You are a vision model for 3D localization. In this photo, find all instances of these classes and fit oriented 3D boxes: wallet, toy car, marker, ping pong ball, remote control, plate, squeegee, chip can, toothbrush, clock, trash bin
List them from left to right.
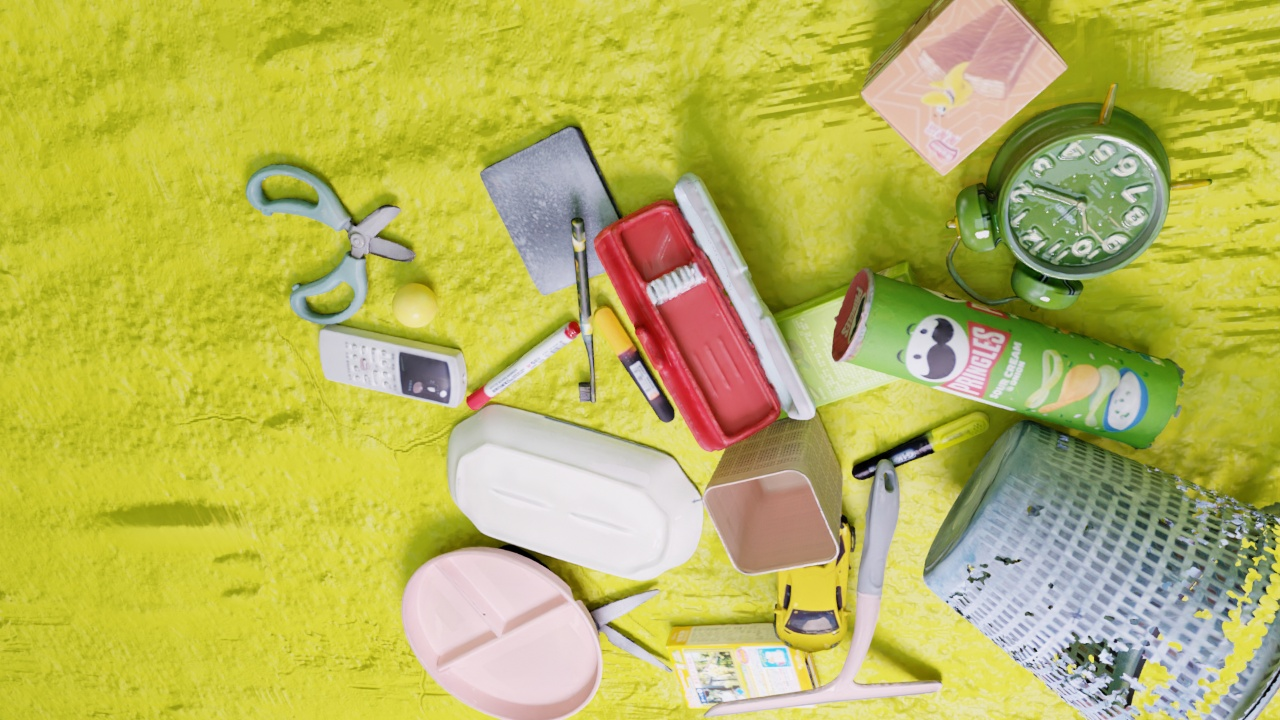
[{"bbox_3d":[-0.239,0.005,0.880,0.150,0.021,0.058,11,120,13],"label":"remote control"},{"bbox_3d":[-0.204,-0.050,0.828,0.040,0.040,0.040,8,119,14],"label":"ping pong ball"},{"bbox_3d":[-0.145,0.290,0.972,0.230,0.028,0.230,7,117,15],"label":"plate"},{"bbox_3d":[-0.109,0.006,0.841,0.146,0.017,0.017,-34,102,30],"label":"marker"},{"bbox_3d":[-0.066,-0.122,0.760,0.097,0.019,0.121,-19,108,24],"label":"wallet"},{"bbox_3d":[-0.072,0.137,0.888,0.266,0.034,0.162,16,121,9],"label":"plate"},{"bbox_3d":[-0.050,-0.037,0.784,0.017,0.012,0.186,-2,126,0],"label":"toothbrush"},{"bbox_3d":[-0.005,0.005,0.807,0.018,0.015,0.124,-34,108,-3],"label":"marker"},{"bbox_3d":[0.156,0.202,0.831,0.071,0.041,0.156,1,110,6],"label":"toy car"},{"bbox_3d":[0.192,0.205,0.793,0.247,0.040,0.250,2,108,-20],"label":"squeegee"},{"bbox_3d":[0.231,0.074,0.766,0.124,0.015,0.018,-29,102,30],"label":"marker"},{"bbox_3d":[0.261,0.000,0.663,0.236,0.072,0.072,16,121,-2],"label":"chip can"},{"bbox_3d":[0.286,-0.101,0.631,0.116,0.056,0.162,42,122,-5],"label":"clock"},{"bbox_3d":[0.330,0.154,0.676,0.195,0.225,0.227,31,123,14],"label":"trash bin"}]

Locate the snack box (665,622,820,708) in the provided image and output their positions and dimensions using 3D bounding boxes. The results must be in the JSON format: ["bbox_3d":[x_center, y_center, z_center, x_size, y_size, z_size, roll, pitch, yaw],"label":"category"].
[{"bbox_3d":[0.103,0.308,0.923,0.141,0.033,0.087,-10,113,21],"label":"snack box"}]

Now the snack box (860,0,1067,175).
[{"bbox_3d":[0.205,-0.188,0.590,0.077,0.092,0.095,42,121,-7],"label":"snack box"}]

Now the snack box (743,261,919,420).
[{"bbox_3d":[0.157,-0.011,0.739,0.157,0.026,0.086,-22,108,27],"label":"snack box"}]

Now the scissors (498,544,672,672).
[{"bbox_3d":[-0.075,0.280,0.972,0.233,0.021,0.221,36,122,-2],"label":"scissors"}]

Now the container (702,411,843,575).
[{"bbox_3d":[0.116,0.104,0.764,0.090,0.110,0.090,-17,110,25],"label":"container"}]

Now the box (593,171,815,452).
[{"bbox_3d":[0.047,-0.031,0.696,0.102,0.100,0.201,-28,92,2],"label":"box"}]

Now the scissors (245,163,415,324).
[{"bbox_3d":[-0.288,-0.096,0.846,0.170,0.019,0.181,20,120,6],"label":"scissors"}]
